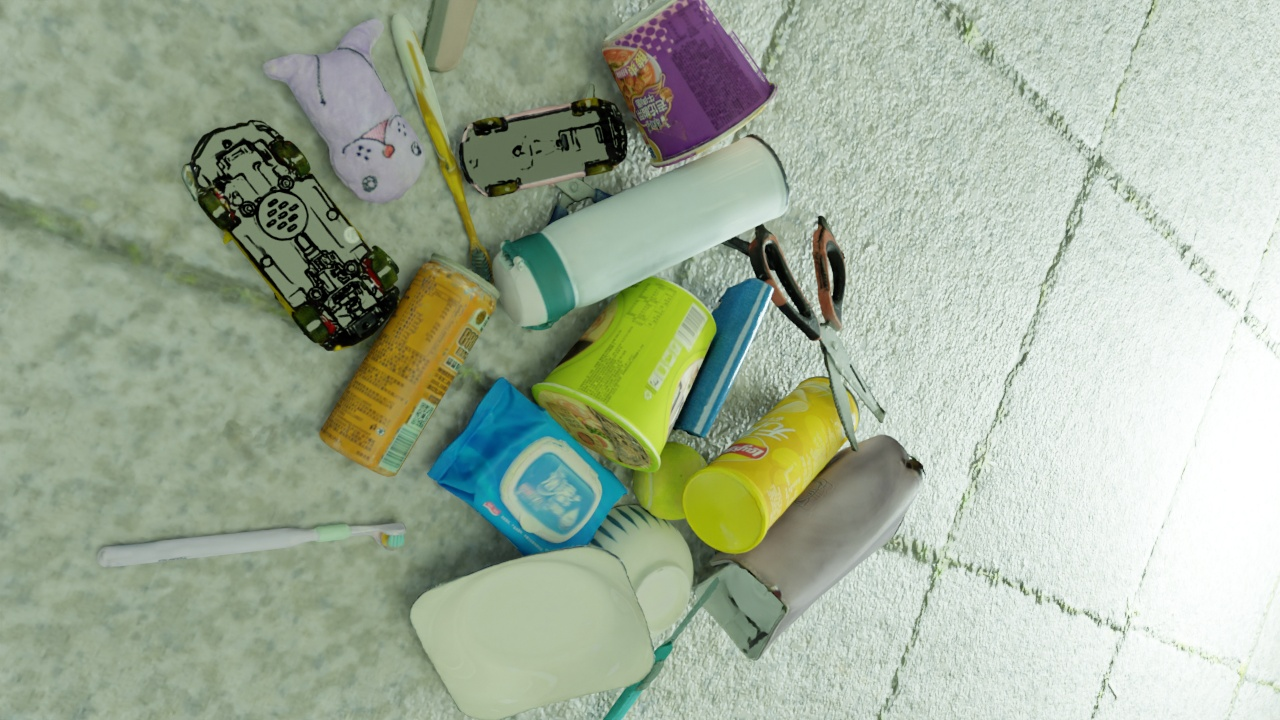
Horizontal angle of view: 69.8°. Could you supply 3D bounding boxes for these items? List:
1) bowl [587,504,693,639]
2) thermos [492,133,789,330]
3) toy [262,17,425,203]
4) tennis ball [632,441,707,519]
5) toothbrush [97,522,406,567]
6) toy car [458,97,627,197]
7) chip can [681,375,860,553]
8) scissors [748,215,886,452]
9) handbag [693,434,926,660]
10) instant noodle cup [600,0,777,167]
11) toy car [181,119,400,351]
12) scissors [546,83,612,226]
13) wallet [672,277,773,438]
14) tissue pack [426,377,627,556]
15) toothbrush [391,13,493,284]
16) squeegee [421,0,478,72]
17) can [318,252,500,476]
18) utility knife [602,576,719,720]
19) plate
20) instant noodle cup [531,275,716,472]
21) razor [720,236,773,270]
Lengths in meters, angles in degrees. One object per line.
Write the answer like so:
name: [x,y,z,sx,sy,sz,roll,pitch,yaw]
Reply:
bowl: [-0.001,0.186,0.765,0.116,0.066,0.116,-9,106,-33]
thermos: [0.000,-0.091,0.672,0.224,0.073,0.073,-27,115,-17]
toy: [-0.176,-0.153,0.582,0.083,0.039,0.108,-40,119,-28]
tennis ball: [0.026,0.100,0.764,0.065,0.065,0.065,-9,105,-33]
toothbrush: [-0.250,0.122,0.606,0.188,0.029,0.021,2,59,-34]
toy car: [-0.068,-0.150,0.645,0.122,0.037,0.056,-16,100,-17]
chip can: [0.117,0.080,0.772,0.212,0.072,0.072,-32,119,-51]
scissors: [0.160,-0.034,0.805,0.188,0.015,0.226,22,61,-39]
handbag: [0.152,0.160,0.821,0.196,0.098,0.145,-34,162,-26]
instant noodle cup: [0.029,-0.213,0.675,0.111,0.112,0.099,-44,112,-19]
toy car: [-0.213,-0.076,0.571,0.071,0.041,0.156,-44,117,-19]
scissors: [-0.049,-0.117,0.687,0.173,0.012,0.162,32,88,-28]
wallet: [0.065,0.000,0.752,0.040,0.106,0.133,26,86,-3]
tissue pack: [-0.080,0.092,0.696,0.094,0.052,0.157,-51,124,-15]
toothbrush: [-0.134,-0.138,0.626,0.016,0.018,0.191,-15,113,1]
squeegee: [0.000,-0.288,0.616,0.249,0.040,0.247,14,93,3]
can: [-0.155,0.003,0.620,0.058,0.058,0.146,36,80,-35]
utility knife: [0.003,0.271,0.782,0.223,0.013,0.029,-56,148,10]
plate: [-0.079,0.202,0.701,0.164,0.034,0.164,-15,124,1]
instant noodle cup: [-0.004,0.004,0.703,0.111,0.112,0.123,47,65,-33]
razor: [0.068,-0.106,0.772,0.142,0.022,0.043,19,100,-35]
